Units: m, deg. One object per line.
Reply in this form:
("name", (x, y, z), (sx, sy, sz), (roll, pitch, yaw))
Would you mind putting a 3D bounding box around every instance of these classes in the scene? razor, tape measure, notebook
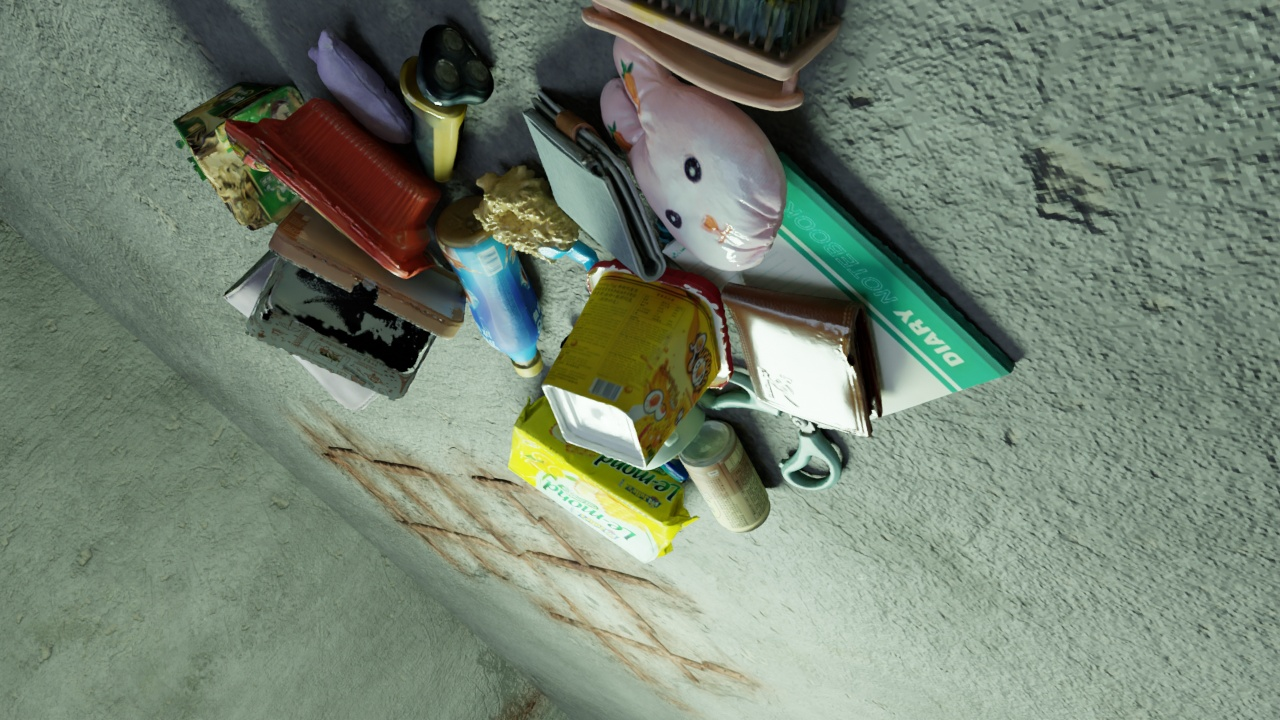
("razor", (-0.152, -0.188, 0.716), (0.067, 0.062, 0.168), (8, 162, -11))
("tape measure", (0.034, 0.086, 0.916), (0.058, 0.054, 0.025), (43, 150, -10))
("notebook", (0.130, -0.039, 0.633), (0.209, 0.012, 0.151), (39, 151, -11))

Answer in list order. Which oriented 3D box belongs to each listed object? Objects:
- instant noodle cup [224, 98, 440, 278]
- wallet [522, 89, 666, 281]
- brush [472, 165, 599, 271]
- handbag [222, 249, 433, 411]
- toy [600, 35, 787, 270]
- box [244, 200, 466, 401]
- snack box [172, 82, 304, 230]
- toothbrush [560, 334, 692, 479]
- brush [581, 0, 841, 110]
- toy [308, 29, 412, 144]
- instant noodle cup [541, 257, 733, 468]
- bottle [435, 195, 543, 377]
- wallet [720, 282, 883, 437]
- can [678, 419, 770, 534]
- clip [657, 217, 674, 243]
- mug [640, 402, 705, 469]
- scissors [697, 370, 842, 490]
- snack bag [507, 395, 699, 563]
("instant noodle cup", (-0.244, -0.154, 0.792), (0.189, 0.079, 0.164), (42, -174, -10))
("wallet", (-0.032, -0.126, 0.645), (0.129, 0.037, 0.107), (47, 164, 43))
("brush", (-0.037, -0.066, 0.769), (0.254, 0.045, 0.083), (44, 146, -14))
("handbag", (-0.350, -0.056, 1.057), (0.099, 0.144, 0.197), (2, 138, 53))
("toy", (0.027, -0.127, 0.565), (0.159, 0.054, 0.121), (50, 156, 15))
("box", (-0.283, -0.043, 0.898), (0.181, 0.158, 0.197), (28, -164, -18))
("snack box", (-0.387, -0.212, 0.907), (0.106, 0.117, 0.118), (34, 154, 35))
("toothbrush", (-0.005, 0.051, 0.943), (0.212, 0.026, 0.027), (48, -174, -23))
("brush", (0.027, -0.185, 0.480), (0.146, 0.063, 0.073), (28, 142, 19))
("toy", (-0.232, -0.222, 0.763), (0.108, 0.039, 0.084), (46, 167, -27))
("instant noodle cup", (-0.004, 0.004, 0.688), (0.116, 0.123, 0.116), (17, 147, 25))
("bottle", (-0.132, -0.059, 0.876), (0.065, 0.065, 0.219), (24, 152, 25))
("wallet", (0.116, -0.002, 0.657), (0.101, 0.032, 0.125), (15, 146, 34))
("can", (0.083, 0.114, 0.897), (0.059, 0.058, 0.116), (12, 144, 41))
("clip", (0.037, -0.090, 0.676), (0.057, 0.014, 0.045), (24, 153, 19))
("mug", (-0.001, 0.038, 0.832), (0.106, 0.082, 0.112), (51, 178, -15))
("scissors", (0.128, 0.065, 0.811), (0.170, 0.019, 0.181), (8, 141, 43))
("snack bag", (-0.050, 0.141, 1.092), (0.246, 0.068, 0.158), (34, 153, 6))
